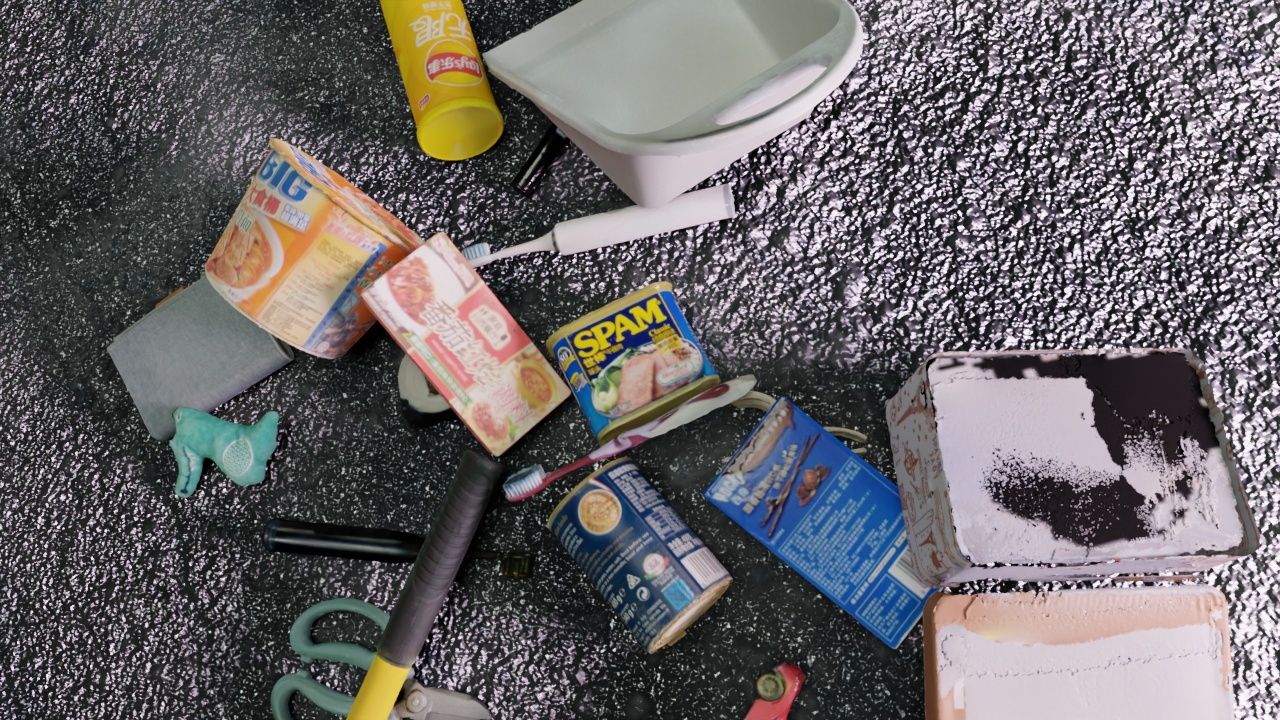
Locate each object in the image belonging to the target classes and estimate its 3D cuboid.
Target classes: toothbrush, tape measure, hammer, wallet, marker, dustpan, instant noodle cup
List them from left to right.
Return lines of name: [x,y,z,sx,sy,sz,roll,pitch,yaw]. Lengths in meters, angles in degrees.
wallet: [-0.367,-0.011,0.764,0.130,0.037,0.106,-32,81,3]
instant noodle cup: [-0.248,-0.079,0.705,0.151,0.151,0.111,39,93,20]
hammer: [-0.171,0.205,0.637,0.129,0.033,0.300,22,83,14]
toothbrush: [-0.182,0.140,0.683,0.213,0.026,0.027,4,67,13]
tape measure: [-0.153,0.014,0.709,0.066,0.033,0.066,-17,71,6]
marker: [-0.064,-0.193,0.758,0.022,0.020,0.132,28,82,48]
toothbrush: [-0.036,-0.101,0.720,0.221,0.026,0.026,-12,86,10]
toothbrush: [-0.007,0.049,0.619,0.187,0.017,0.016,-25,38,-6]
dustpan: [0.030,-0.232,0.669,0.222,0.143,0.257,-33,73,-10]

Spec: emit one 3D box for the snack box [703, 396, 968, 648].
snack box: [0.127,0.105,0.602,0.157,0.026,0.084,39,85,4]

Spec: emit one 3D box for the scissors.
scissors: [-0.182,0.218,0.665,0.185,0.019,0.129,-7,73,9]

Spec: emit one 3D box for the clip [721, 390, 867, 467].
clip: [0.100,0.044,0.643,0.101,0.035,0.096,-20,72,2]

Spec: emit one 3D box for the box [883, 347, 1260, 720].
box: [0.253,0.131,0.538,0.178,0.103,0.260,-1,68,-3]

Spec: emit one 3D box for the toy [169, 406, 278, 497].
toy: [-0.338,0.072,0.733,0.092,0.030,0.096,21,99,8]

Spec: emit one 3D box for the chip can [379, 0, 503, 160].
chip can: [-0.177,-0.277,0.780,0.072,0.072,0.213,-21,70,6]

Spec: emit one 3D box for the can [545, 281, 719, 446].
can: [-0.004,0.004,0.661,0.102,0.057,0.083,-26,72,-6]

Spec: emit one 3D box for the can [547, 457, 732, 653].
can: [0.000,0.131,0.618,0.075,0.075,0.111,-42,70,-2]

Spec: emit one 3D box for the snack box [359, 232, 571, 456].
snack box: [-0.126,-0.011,0.667,0.075,0.025,0.153,-41,103,-14]

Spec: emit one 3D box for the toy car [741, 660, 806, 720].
toy car: [0.072,0.241,0.584,0.031,0.049,0.106,32,82,21]
